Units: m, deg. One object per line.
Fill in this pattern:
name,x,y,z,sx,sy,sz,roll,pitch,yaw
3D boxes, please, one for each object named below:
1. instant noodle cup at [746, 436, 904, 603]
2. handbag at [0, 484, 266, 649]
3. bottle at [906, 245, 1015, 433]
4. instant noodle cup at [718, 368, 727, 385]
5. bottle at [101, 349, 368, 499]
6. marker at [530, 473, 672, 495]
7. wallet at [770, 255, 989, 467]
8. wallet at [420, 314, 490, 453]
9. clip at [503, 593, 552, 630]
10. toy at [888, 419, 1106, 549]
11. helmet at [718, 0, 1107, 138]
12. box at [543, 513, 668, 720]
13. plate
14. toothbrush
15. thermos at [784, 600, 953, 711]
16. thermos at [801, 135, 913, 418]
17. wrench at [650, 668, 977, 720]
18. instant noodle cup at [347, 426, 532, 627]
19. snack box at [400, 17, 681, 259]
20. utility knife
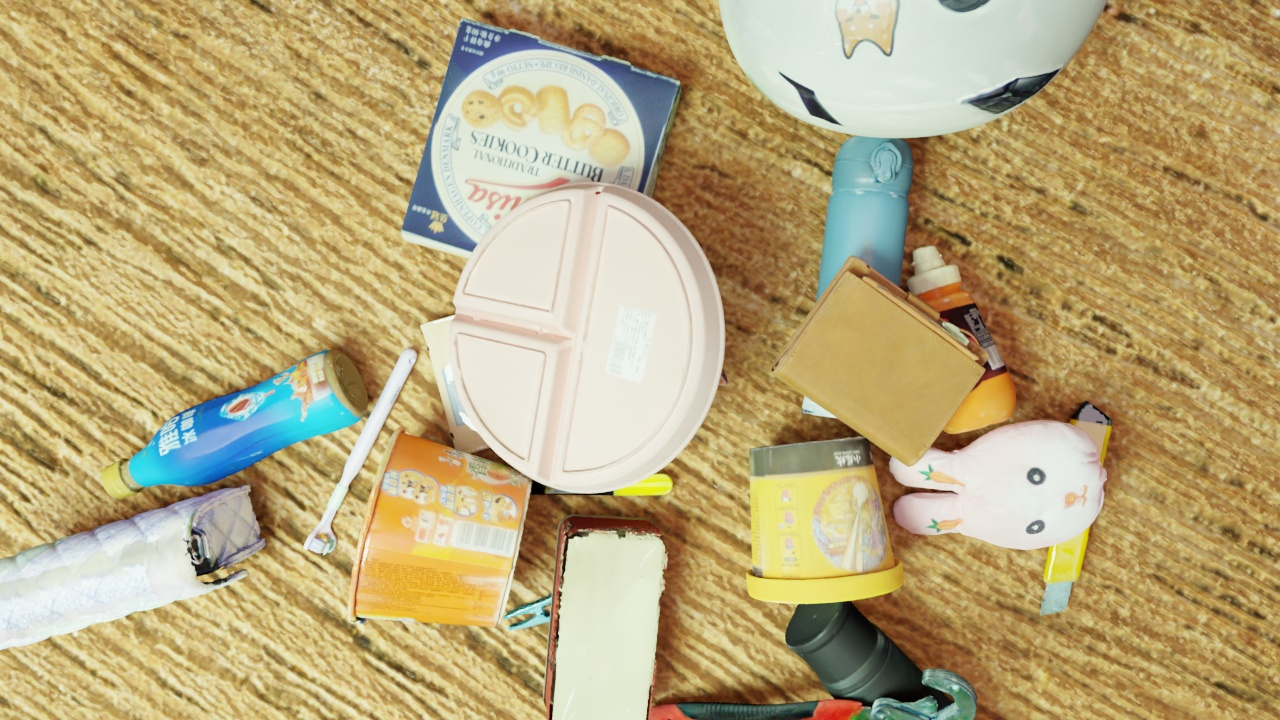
instant noodle cup,0.136,0.120,0.711,0.118,0.118,0.114,-7,84,3
handbag,-0.404,0.163,0.723,0.194,0.134,0.075,-18,91,4
bottle,0.246,-0.019,0.725,0.067,0.067,0.149,-16,85,3
instant noodle cup,-0.004,0.004,0.716,0.099,0.111,0.111,-39,91,12
bottle,-0.334,0.060,0.748,0.219,0.065,0.065,-23,92,3
marker,-0.035,0.104,0.765,0.124,0.015,0.018,-2,92,5
wallet,0.178,0.001,0.676,0.132,0.031,0.108,33,95,-8
wallet,-0.126,0.014,0.760,0.087,0.024,0.115,-15,91,8
clip,-0.088,0.212,0.772,0.057,0.014,0.047,-20,94,2
toy,0.279,0.101,0.720,0.160,0.054,0.121,-7,120,15
helmet,0.176,-0.235,0.646,0.274,0.229,0.157,18,112,7
box,-0.026,0.213,0.732,0.091,0.075,0.168,5,94,-9
plate,-0.049,-0.017,0.668,0.230,0.028,0.229,0,90,26
toothbrush,-0.232,0.075,0.768,0.021,0.029,0.189,28,93,38
thermos,0.216,0.281,0.732,0.068,0.090,0.242,-42,96,8
thermos,0.171,-0.063,0.720,0.070,0.070,0.220,6,94,2
wrench,0.123,0.272,0.704,0.274,0.016,0.056,-19,106,32
instant noodle cup,-0.150,0.136,0.710,0.111,0.151,0.151,12,93,-7
snack box,-0.078,-0.159,0.737,0.178,0.045,0.182,16,93,2
utility knife,0.351,0.122,0.748,0.033,0.015,0.181,12,95,23
